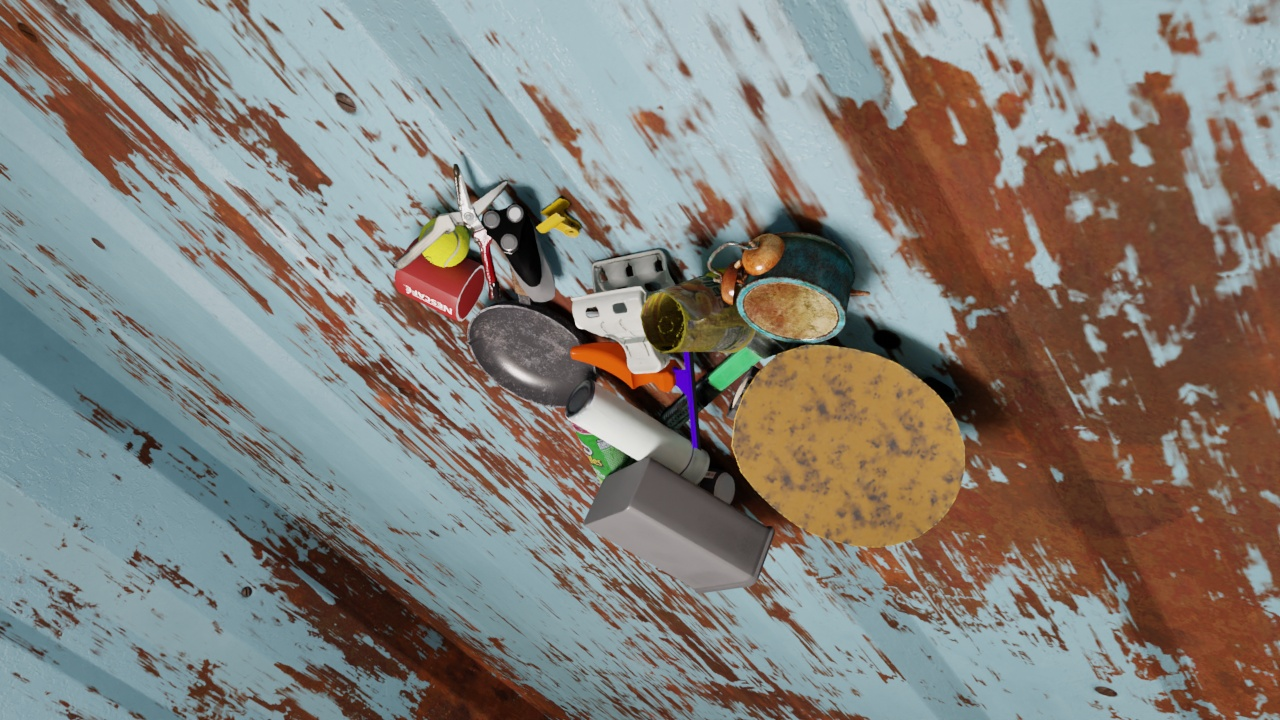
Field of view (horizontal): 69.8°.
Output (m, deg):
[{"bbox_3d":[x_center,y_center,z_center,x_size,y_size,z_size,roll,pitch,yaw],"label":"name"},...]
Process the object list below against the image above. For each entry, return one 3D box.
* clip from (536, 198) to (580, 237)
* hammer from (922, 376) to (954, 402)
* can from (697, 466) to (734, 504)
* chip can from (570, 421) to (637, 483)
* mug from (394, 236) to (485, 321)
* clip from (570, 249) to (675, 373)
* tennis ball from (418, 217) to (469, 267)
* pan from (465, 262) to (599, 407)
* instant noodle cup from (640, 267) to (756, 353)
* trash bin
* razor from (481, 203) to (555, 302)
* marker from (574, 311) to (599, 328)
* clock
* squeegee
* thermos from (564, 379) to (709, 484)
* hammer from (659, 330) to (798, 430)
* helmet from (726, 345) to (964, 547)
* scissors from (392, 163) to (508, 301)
[{"bbox_3d":[-0.096,-0.164,1.097,0.054,0.046,0.048,-23,96,51],"label":"clip"},{"bbox_3d":[0.295,0.107,1.165,0.127,0.029,0.324,28,148,3],"label":"hammer"},{"bbox_3d":[0.079,0.194,1.426,0.127,0.064,0.064,4,140,36],"label":"can"},{"bbox_3d":[-0.046,0.151,1.459,0.075,0.075,0.223,13,145,26],"label":"chip can"},{"bbox_3d":[-0.276,-0.106,1.278,0.096,0.080,0.117,26,155,6],"label":"mug"},{"bbox_3d":[-0.019,-0.051,1.101,0.127,0.110,0.150,-4,91,46],"label":"clip"},{"bbox_3d":[-0.257,-0.156,1.202,0.065,0.065,0.065,21,147,14],"label":"tennis ball"},{"bbox_3d":[-0.154,-0.066,1.272,0.208,0.040,0.358,14,138,14],"label":"pan"},{"bbox_3d":[0.061,-0.050,1.022,0.102,0.108,0.102,12,108,43],"label":"instant noodle cup"},{"bbox_3d":[0.053,0.250,1.367,0.220,0.097,0.192,32,153,-12],"label":"trash bin"},{"bbox_3d":[-0.143,-0.128,1.137,0.057,0.060,0.156,-13,148,9],"label":"razor"},{"bbox_3d":[-0.030,-0.053,1.201,0.133,0.023,0.027,2,169,38],"label":"marker"},{"bbox_3d":[0.147,-0.087,0.963,0.157,0.073,0.122,24,150,-12],"label":"clock"},{"bbox_3d":[-0.007,0.007,1.218,0.185,0.055,0.250,13,139,20],"label":"squeegee"},{"bbox_3d":[-0.001,0.109,1.332,0.230,0.067,0.068,34,150,-26],"label":"thermos"},{"bbox_3d":[0.102,0.028,1.206,0.130,0.032,0.320,33,149,-7],"label":"hammer"},{"bbox_3d":[0.225,0.091,1.046,0.255,0.205,0.131,27,-178,0],"label":"helmet"},{"bbox_3d":[-0.234,-0.151,1.151,0.179,0.015,0.199,-8,127,8],"label":"scissors"}]
